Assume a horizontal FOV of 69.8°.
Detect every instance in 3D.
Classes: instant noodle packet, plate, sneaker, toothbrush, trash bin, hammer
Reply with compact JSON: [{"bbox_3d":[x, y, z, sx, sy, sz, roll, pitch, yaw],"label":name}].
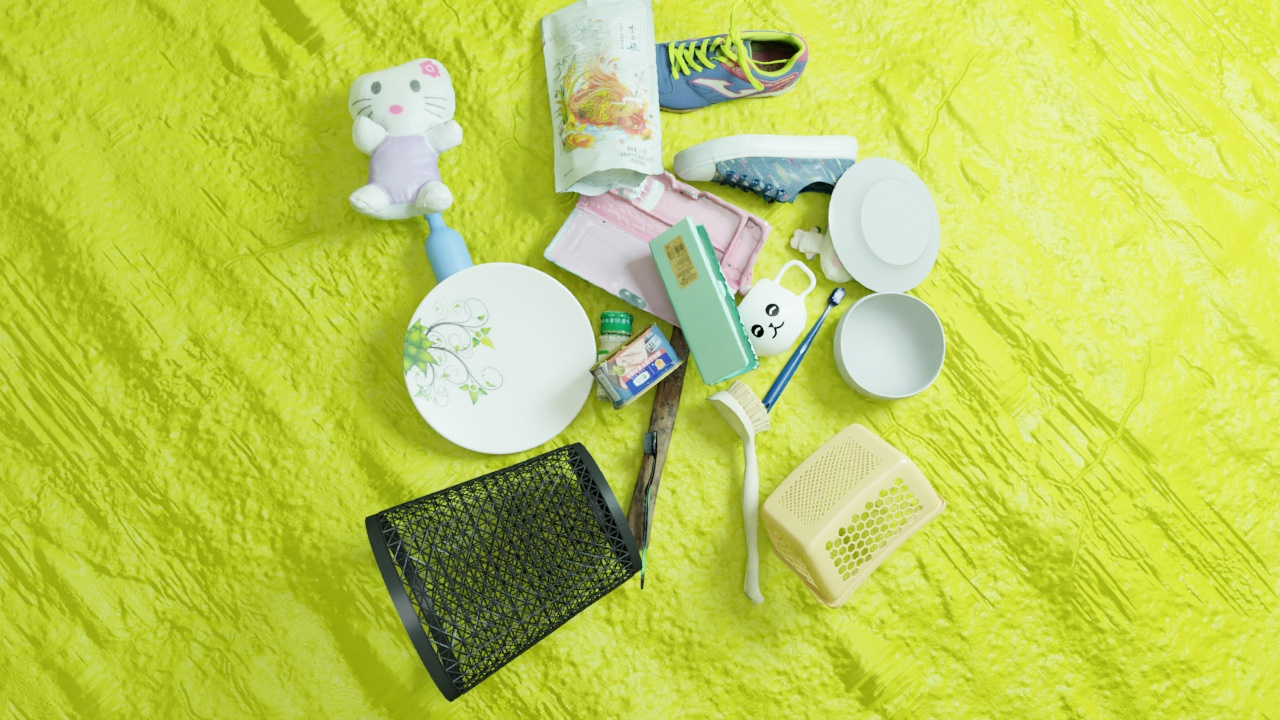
[{"bbox_3d":[-0.048,-0.334,1.119,0.147,0.057,0.268,-9,71,11],"label":"instant noodle packet"},{"bbox_3d":[0.312,-0.171,1.143,0.172,0.019,0.172,2,85,-24],"label":"plate"},{"bbox_3d":[-0.169,-0.003,1.109,0.229,0.030,0.229,-1,96,-13],"label":"plate"},{"bbox_3d":[0.089,-0.380,1.147,0.242,0.091,0.116,-5,86,-3],"label":"sneaker"},{"bbox_3d":[0.204,-0.014,1.150,0.016,0.017,0.190,34,83,1],"label":"toothbrush"},{"bbox_3d":[0.006,0.177,1.092,0.017,0.014,0.188,3,83,15],"label":"toothbrush"},{"bbox_3d":[0.159,-0.233,1.141,0.235,0.087,0.079,-4,89,-7],"label":"sneaker"},{"bbox_3d":[-0.143,0.216,1.017,0.243,0.217,0.217,-26,86,-13],"label":"trash bin"},{"bbox_3d":[0.020,0.066,1.126,0.120,0.033,0.330,13,83,2],"label":"hammer"}]

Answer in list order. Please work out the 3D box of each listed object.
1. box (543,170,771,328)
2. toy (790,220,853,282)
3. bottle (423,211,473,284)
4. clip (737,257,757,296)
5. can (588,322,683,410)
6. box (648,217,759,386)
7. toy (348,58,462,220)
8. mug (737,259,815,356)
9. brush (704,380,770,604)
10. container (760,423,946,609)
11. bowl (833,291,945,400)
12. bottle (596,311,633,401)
[{"bbox_3d":[0.021,-0.143,1.127,0.233,0.055,0.180,29,82,6],"label":"box"},{"bbox_3d":[0.250,-0.141,1.154,0.112,0.050,0.087,14,82,-15],"label":"toy"},{"bbox_3d":[-0.236,-0.130,1.121,0.048,0.048,0.131,-21,85,-6],"label":"bottle"},{"bbox_3d":[0.132,-0.109,1.157,0.022,0.035,0.057,8,89,-6],"label":"clip"},{"bbox_3d":[-0.006,0.006,1.079,0.099,0.054,0.059,-38,96,-15],"label":"can"},{"bbox_3d":[0.071,-0.068,1.050,0.077,0.079,0.188,-20,82,-1],"label":"box"},{"bbox_3d":[-0.280,-0.264,1.103,0.137,0.086,0.209,-5,70,-2],"label":"toy"},{"bbox_3d":[0.167,-0.062,1.112,0.076,0.090,0.124,37,101,9],"label":"mug"},{"bbox_3d":[0.129,0.159,1.112,0.077,0.062,0.272,-6,88,0],"label":"brush"},{"bbox_3d":[0.249,0.189,1.084,0.183,0.129,0.167,-41,129,-7],"label":"container"},{"bbox_3d":[0.301,-0.016,1.132,0.132,0.064,0.131,0,84,-3],"label":"bowl"},{"bbox_3d":[-0.032,-0.004,1.122,0.042,0.043,0.110,3,85,-3],"label":"bottle"}]
